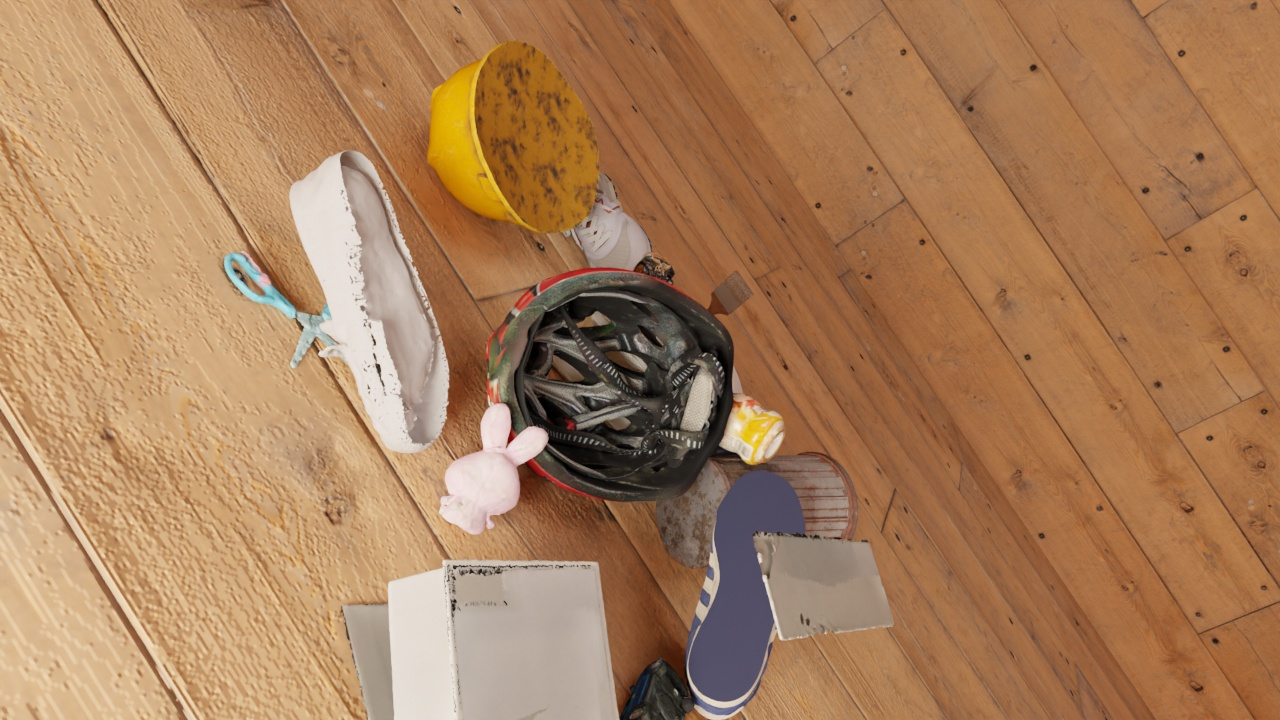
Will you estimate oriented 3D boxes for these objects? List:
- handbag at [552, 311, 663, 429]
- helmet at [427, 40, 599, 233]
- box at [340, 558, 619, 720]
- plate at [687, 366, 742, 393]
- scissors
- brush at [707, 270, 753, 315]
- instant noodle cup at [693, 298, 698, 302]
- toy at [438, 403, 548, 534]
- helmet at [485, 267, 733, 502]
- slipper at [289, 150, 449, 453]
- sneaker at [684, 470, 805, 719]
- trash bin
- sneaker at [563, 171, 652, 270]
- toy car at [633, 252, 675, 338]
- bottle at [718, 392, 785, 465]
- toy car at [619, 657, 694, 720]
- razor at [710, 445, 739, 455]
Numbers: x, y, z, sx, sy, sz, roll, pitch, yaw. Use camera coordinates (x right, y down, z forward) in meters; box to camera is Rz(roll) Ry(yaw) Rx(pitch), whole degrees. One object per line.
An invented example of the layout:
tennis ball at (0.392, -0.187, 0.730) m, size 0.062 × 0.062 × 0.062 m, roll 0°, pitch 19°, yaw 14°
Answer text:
handbag at (-0.006, 0.006, 1.079) m, size 0.198 × 0.096 × 0.141 m, roll 48°, pitch 26°, yaw -15°
helmet at (-0.165, -0.248, 1.061) m, size 0.255 × 0.131 × 0.205 m, roll 16°, pitch 76°, yaw -64°
box at (-0.203, 0.301, 0.687) m, size 0.168 × 0.405 × 0.171 m, roll 19°, pitch 43°, yaw -54°
plate at (0.073, 0.028, 1.059) m, size 0.134 × 0.011 × 0.134 m, roll 27°, pitch 51°, yaw -38°
scissors at (-0.274, -0.046, 0.751) m, size 0.135 × 0.015 × 0.135 m, roll 53°, pitch 26°, yaw -22°
brush at (0.096, -0.064, 1.304) m, size 0.008 × 0.143 × 0.045 m, roll 15°, pitch 38°, yaw -58°
instant noodle cup at (0.040, -0.018, 1.211) m, size 0.102 × 0.102 × 0.108 m, roll 36°, pitch 39°, yaw -38°
toy at (-0.126, 0.093, 0.772) m, size 0.063 × 0.047 × 0.109 m, roll 36°, pitch 70°, yaw -14°
helmet at (-0.034, 0.021, 0.887) m, size 0.271 × 0.167 × 0.217 m, roll 22°, pitch 84°, yaw -35°
slipper at (-0.221, -0.042, 0.741) m, size 0.112 × 0.075 × 0.247 m, roll -20°, pitch 91°, yaw -58°
sneaker at (0.101, 0.237, 0.894) m, size 0.119 × 0.091 × 0.232 m, roll 87°, pitch 17°, yaw -53°
trash bin at (0.137, 0.167, 1.032) m, size 0.210 × 0.131 × 0.130 m, roll 6°, pitch 51°, yaw -37°
sneaker at (-0.076, -0.196, 1.240) m, size 0.124 × 0.089 × 0.239 m, roll 24°, pitch 29°, yaw -42°
toy car at (-0.001, -0.063, 1.008) m, size 0.047 × 0.047 × 0.111 m, roll 24°, pitch 78°, yaw -31°
bottle at (0.099, 0.063, 0.979) m, size 0.108 × 0.063 × 0.063 m, roll 31°, pitch 14°, yaw 25°
toy car at (0.008, 0.304, 0.783) m, size 0.056 × 0.044 × 0.120 m, roll 54°, pitch 21°, yaw -4°
razor at (0.078, 0.119, 1.111) m, size 0.142 × 0.047 × 0.052 m, roll -11°, pitch 32°, yaw -37°
